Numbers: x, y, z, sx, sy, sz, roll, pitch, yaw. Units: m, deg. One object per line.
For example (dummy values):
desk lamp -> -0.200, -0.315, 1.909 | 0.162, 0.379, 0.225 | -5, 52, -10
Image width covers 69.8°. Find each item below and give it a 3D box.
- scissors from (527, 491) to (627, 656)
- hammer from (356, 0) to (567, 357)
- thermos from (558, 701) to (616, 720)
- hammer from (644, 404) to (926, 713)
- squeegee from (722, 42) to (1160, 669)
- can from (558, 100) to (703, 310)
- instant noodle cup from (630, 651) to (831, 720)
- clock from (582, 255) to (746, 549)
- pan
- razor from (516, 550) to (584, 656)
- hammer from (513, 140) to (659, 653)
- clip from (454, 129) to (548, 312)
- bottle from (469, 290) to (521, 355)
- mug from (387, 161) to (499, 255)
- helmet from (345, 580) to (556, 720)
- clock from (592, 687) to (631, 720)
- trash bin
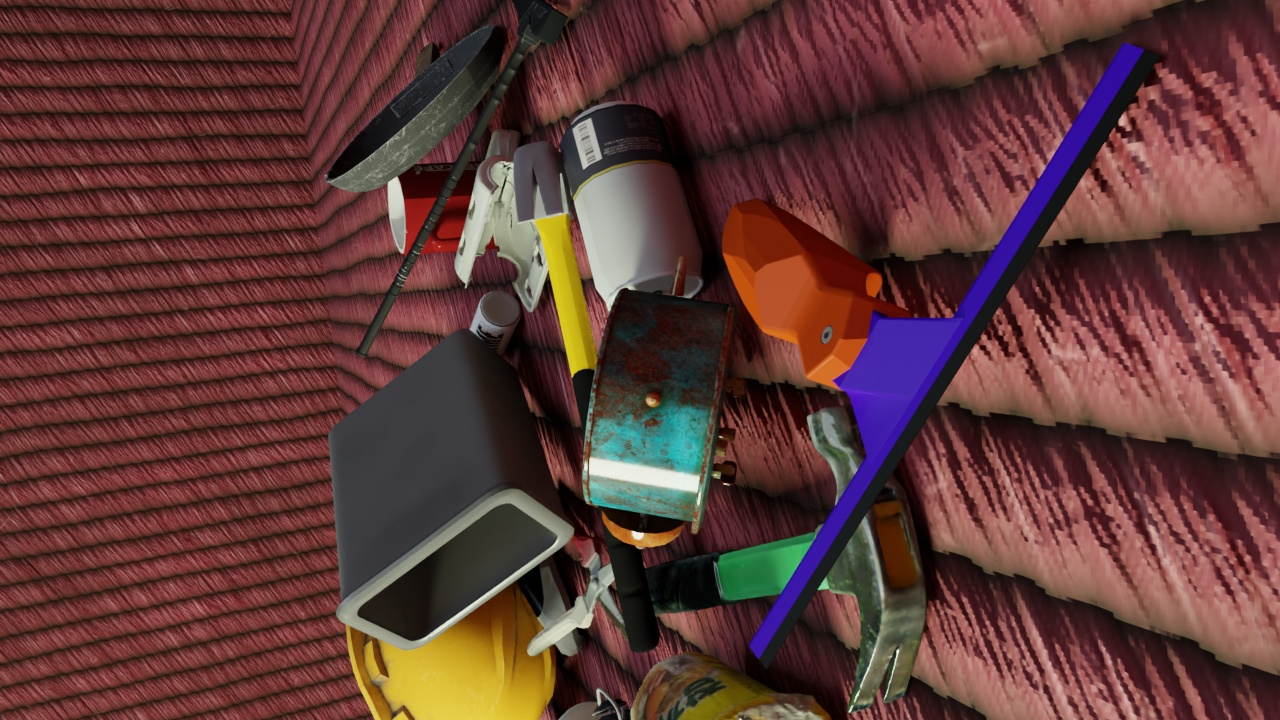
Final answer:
scissors -> -0.054, 0.190, 0.758 | 0.179, 0.015, 0.199 | -67, 29, 18
hammer -> -0.157, -0.142, 0.743 | 0.325, 0.015, 0.095 | -58, 35, 15
thermos -> -0.069, 0.366, 0.822 | 0.231, 0.067, 0.068 | 117, 139, -53
hammer -> 0.052, 0.123, 0.520 | 0.320, 0.032, 0.130 | 141, 118, -63
squeegee -> 0.070, -0.031, 0.386 | 0.184, 0.055, 0.250 | -110, 41, -60
can -> -0.004, -0.083, 0.537 | 0.064, 0.064, 0.127 | 134, 124, -61
instant noodle cup -> 0.044, 0.207, 0.491 | 0.108, 0.102, 0.102 | -169, 73, -71
clock -> 0.017, 0.036, 0.488 | 0.158, 0.073, 0.121 | 93, -172, -50
pan -> -0.209, -0.259, 0.893 | 0.040, 0.208, 0.356 | 47, -166, -27
razor -> -0.095, 0.200, 0.850 | 0.156, 0.060, 0.057 | 50, 133, 19
hammer -> -0.031, 0.021, 0.573 | 0.127, 0.029, 0.323 | 5, -108, -87
clip -> -0.123, -0.128, 0.780 | 0.150, 0.110, 0.127 | 61, 147, 20
bottle -> -0.150, -0.026, 0.912 | 0.116, 0.041, 0.041 | 128, 130, -58
mug -> -0.182, -0.139, 0.879 | 0.116, 0.096, 0.081 | -122, 33, -43
helmet -> -0.160, 0.257, 0.884 | 0.131, 0.205, 0.255 | -44, 57, 18
clock -> -0.003, 0.301, 0.680 | 0.091, 0.043, 0.123 | -170, 74, -65
trash bin -> -0.180, 0.108, 0.823 | 0.097, 0.192, 0.219 | 45, -167, -41
